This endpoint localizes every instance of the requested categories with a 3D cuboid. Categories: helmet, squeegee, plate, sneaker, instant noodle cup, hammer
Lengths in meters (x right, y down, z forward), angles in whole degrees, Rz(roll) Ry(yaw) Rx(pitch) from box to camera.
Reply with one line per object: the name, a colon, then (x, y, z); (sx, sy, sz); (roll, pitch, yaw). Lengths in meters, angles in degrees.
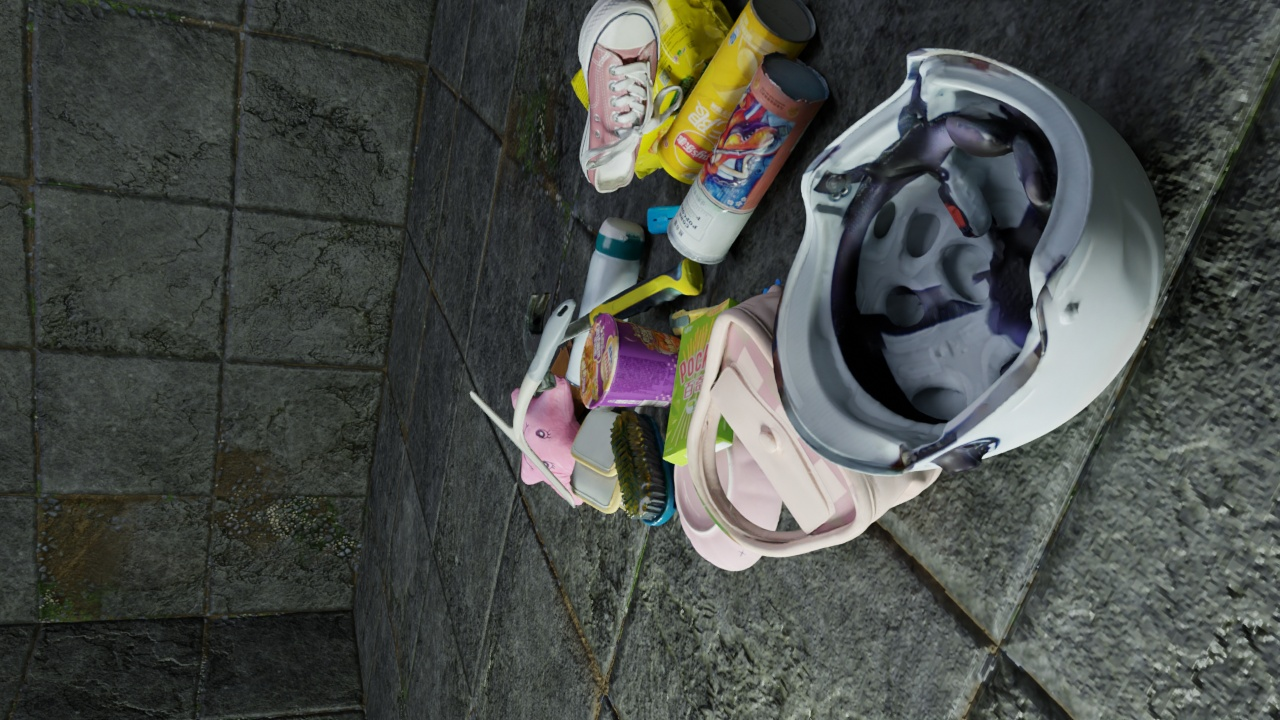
helmet: (0.200, -0.045, 0.556); (0.259, 0.145, 0.228); (117, 148, -45)
squeegee: (-0.135, 0.027, 1.187); (0.246, 0.039, 0.247); (42, 124, 31)
plate: (0.078, 0.116, 0.934); (0.193, 0.039, 0.192); (-176, 90, -66)
sneaker: (-0.016, -0.268, 0.975); (0.242, 0.118, 0.087); (101, 147, -49)
instant noodle cup: (-0.006, 0.006, 1.060); (0.112, 0.099, 0.111); (-173, 90, -67)
hammer: (-0.045, -0.059, 1.135); (0.324, 0.031, 0.126); (-22, 79, 46)

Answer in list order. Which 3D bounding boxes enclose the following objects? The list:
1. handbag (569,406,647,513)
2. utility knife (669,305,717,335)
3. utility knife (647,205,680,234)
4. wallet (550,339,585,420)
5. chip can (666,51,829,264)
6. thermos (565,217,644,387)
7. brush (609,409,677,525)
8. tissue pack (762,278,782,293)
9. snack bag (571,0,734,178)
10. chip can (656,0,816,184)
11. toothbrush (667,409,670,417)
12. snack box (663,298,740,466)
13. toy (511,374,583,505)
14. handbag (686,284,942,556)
handbag: (-0.033, 0.099, 1.168); (0.163, 0.063, 0.179); (14, 95, 64)
utility knife: (0.067, -0.047, 1.020); (0.152, 0.018, 0.031); (-7, 86, 61)
utility knife: (0.048, -0.167, 1.071); (0.166, 0.018, 0.034); (-168, 83, -64)
wallet: (-0.116, 0.042, 1.383); (0.131, 0.035, 0.119); (122, 142, -47)
chip can: (0.100, -0.191, 0.895); (0.215, 0.071, 0.071); (123, 143, -46)
thermos: (-0.046, -0.075, 1.207); (0.073, 0.073, 0.224); (-131, 51, -58)
brush: (0.011, 0.123, 1.041); (0.055, 0.073, 0.143); (-41, 43, 30)
tissue pack: (0.135, 0.006, 0.808); (0.157, 0.052, 0.095); (-115, 37, -48)
snack bag: (0.012, -0.334, 1.045); (0.158, 0.068, 0.247); (57, 144, 9)
chip can: (0.091, -0.271, 0.927); (0.214, 0.072, 0.072); (129, 138, -52)
toothbrush: (0.076, 0.017, 0.986); (0.192, 0.018, 0.016); (-50, 42, 49)
snack box: (0.065, 0.022, 0.920); (0.086, 0.026, 0.156); (-31, 42, 51)
toy: (-0.119, 0.112, 1.316); (0.179, 0.074, 0.195); (13, 113, 40)
handbag: (0.110, 0.070, 0.744); (0.193, 0.093, 0.235); (59, 145, 19)
